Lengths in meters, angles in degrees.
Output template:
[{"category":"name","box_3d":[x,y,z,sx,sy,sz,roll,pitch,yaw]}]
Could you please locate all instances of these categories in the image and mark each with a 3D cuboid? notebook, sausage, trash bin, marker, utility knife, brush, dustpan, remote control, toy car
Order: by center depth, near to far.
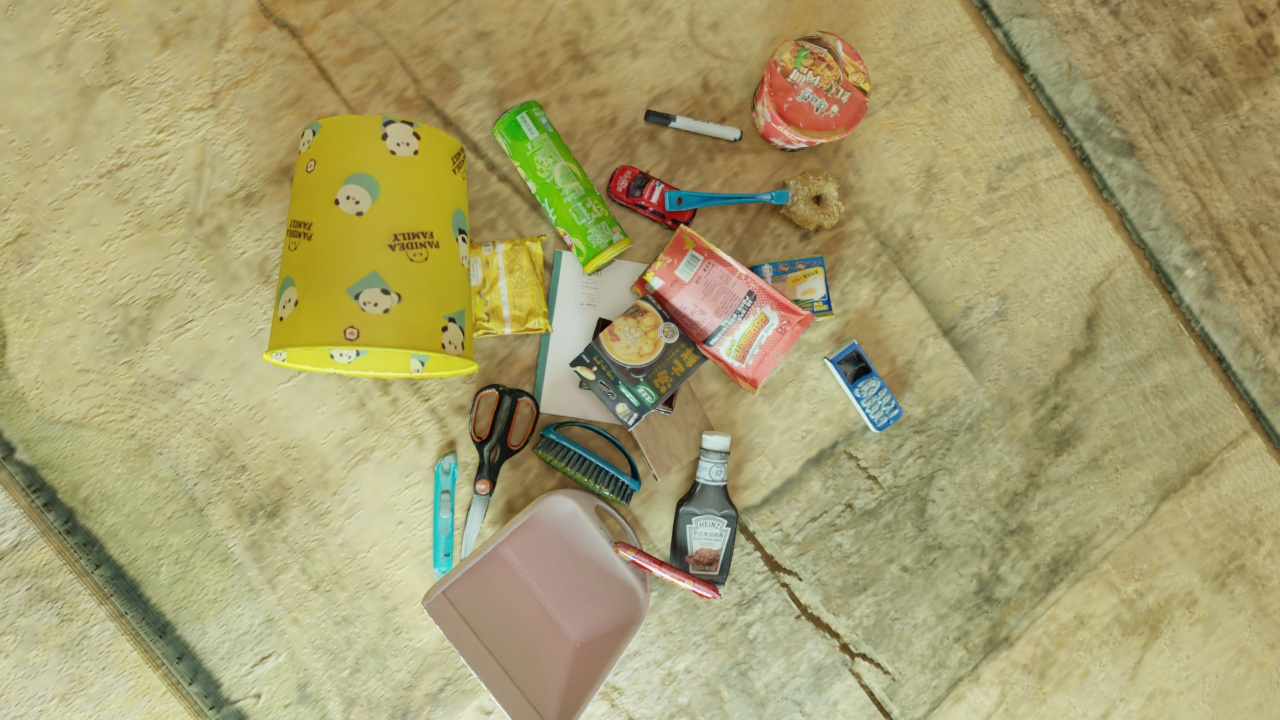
[{"category":"trash bin","box_3d":[-0.293,-0.118,1.026,0.229,0.230,0.255,2,82,-10]},{"category":"dustpan","box_3d":[-0.093,0.269,1.052,0.139,0.273,0.222,-35,98,15]},{"category":"utility knife","box_3d":[-0.239,0.195,1.122,0.029,0.013,0.171,1,88,-9]},{"category":"sausage","box_3d":[0.031,0.258,1.123,0.156,0.020,0.020,26,83,-4]},{"category":"brush","box_3d":[-0.060,0.120,1.136,0.144,0.055,0.073,31,75,-7]},{"category":"notebook","box_3d":[-0.050,-0.028,1.164,0.150,0.012,0.209,9,87,-10]},{"category":"toy car","box_3d":[0.017,-0.208,1.167,0.120,0.045,0.053,23,83,-7]},{"category":"brush","box_3d":[0.149,-0.206,1.174,0.254,0.046,0.083,-4,97,-19]},{"category":"marker","box_3d":[0.070,-0.304,1.192,0.130,0.022,0.018,10,130,-9]},{"category":"remote control","box_3d":[0.296,0.034,1.218,0.049,0.024,0.125,-35,95,-10]}]

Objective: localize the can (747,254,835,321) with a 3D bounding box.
[{"category":"can","box_3d":[0.194,-0.088,1.189,0.102,0.057,0.083,-8,87,-10]}]

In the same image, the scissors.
[{"category":"scissors","box_3d":[-0.175,0.146,1.127,0.125,0.022,0.235,-3,88,-2]}]

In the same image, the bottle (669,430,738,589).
[{"category":"bottle","box_3d":[0.084,0.187,1.154,0.080,0.044,0.195,7,93,-9]}]

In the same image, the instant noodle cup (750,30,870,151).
[{"category":"instant noodle cup","box_3d":[0.208,-0.332,1.173,0.138,0.109,0.138,0,87,-10]}]

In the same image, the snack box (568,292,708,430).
[{"category":"snack box","box_3d":[-0.002,0.001,1.117,0.113,0.053,0.125,47,67,-1]}]

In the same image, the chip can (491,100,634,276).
[{"category":"chip can","box_3d":[-0.097,-0.214,1.127,0.072,0.073,0.221,-34,91,-10]}]

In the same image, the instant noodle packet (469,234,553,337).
[{"category":"instant noodle packet","box_3d":[-0.166,-0.093,1.130,0.110,0.044,0.128,-5,87,-10]}]

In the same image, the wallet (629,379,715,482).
[{"category":"wallet","box_3d":[0.036,0.080,1.164,0.101,0.020,0.115,-30,96,-19]}]

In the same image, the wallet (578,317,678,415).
[{"category":"wallet","box_3d":[-0.007,0.007,1.147,0.122,0.020,0.096,17,75,-8]}]

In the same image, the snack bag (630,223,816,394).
[{"category":"snack bag","box_3d":[0.099,-0.066,1.139,0.208,0.073,0.129,37,108,-3]}]
